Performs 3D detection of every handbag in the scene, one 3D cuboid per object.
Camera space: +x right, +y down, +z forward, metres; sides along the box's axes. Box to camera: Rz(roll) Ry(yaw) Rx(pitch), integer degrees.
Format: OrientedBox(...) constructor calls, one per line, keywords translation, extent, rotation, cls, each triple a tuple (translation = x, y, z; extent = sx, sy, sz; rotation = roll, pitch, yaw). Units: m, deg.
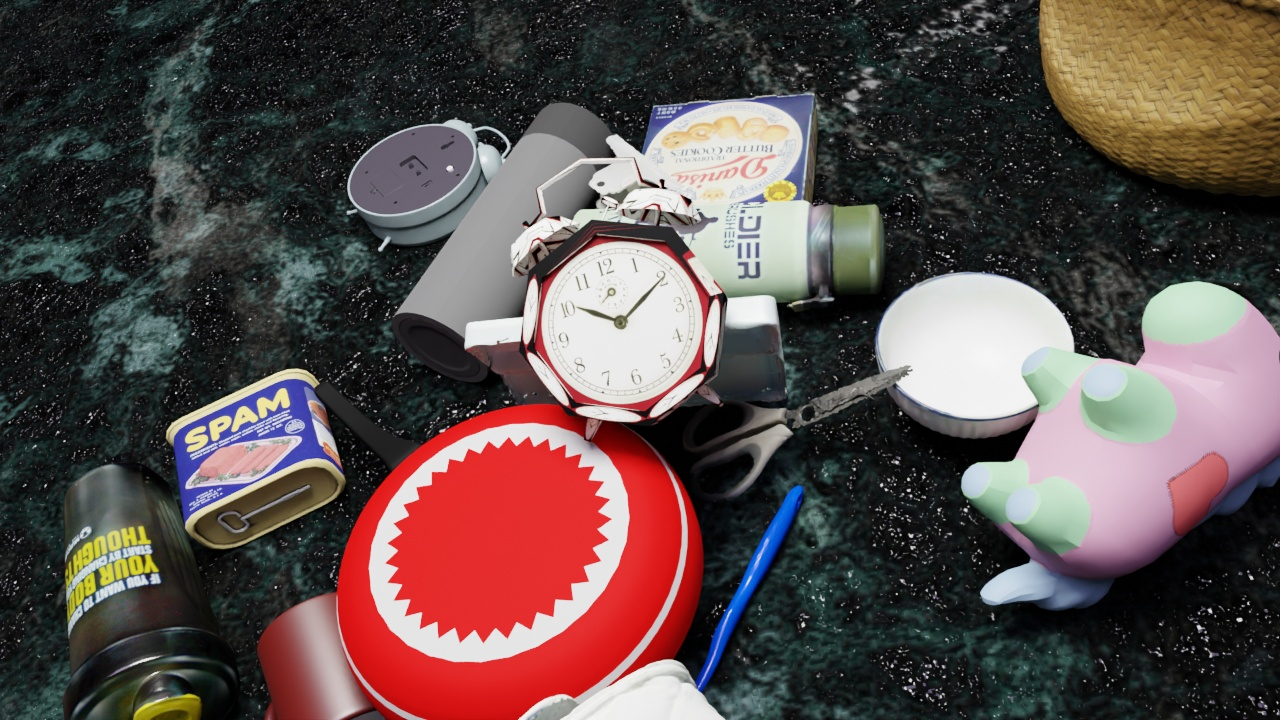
OrientedBox(translation=(-0.008, 0.220, 0.410), extent=(0.138, 0.195, 0.072), rotation=(-31, 46, -15), cls="handbag")

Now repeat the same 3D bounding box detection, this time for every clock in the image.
OrientedBox(translation=(-0.012, -0.039, 0.519), extent=(0.115, 0.065, 0.154), rotation=(-16, 87, 8), cls="clock")
OrientedBox(translation=(-0.194, -0.169, 0.851), extent=(0.159, 0.045, 0.122), rotation=(-35, 53, -14), cls="clock")

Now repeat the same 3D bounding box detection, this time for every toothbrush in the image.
OrientedBox(translation=(0.056, 0.149, 0.559), extent=(0.018, 0.016, 0.182), rotation=(17, 59, 31), cls="toothbrush")

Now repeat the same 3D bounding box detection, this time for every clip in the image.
OrientedBox(translation=(-0.013, -0.149, 0.737), extent=(0.058, 0.050, 0.102), rotation=(-27, 47, -21), cls="clip")

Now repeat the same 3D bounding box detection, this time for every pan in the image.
OrientedBox(translation=(-0.121, 0.081, 0.560), extent=(0.208, 0.067, 0.356), rotation=(-42, 52, -21), cls="pan")

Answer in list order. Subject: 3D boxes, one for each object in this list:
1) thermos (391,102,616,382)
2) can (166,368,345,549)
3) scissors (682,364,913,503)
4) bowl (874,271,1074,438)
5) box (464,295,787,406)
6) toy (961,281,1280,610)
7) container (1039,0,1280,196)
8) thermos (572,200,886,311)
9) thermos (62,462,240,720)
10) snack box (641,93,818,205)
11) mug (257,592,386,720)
OrientedBox(translation=(-0.103, -0.101, 0.750), extent=(0.082, 0.082, 0.239), rotation=(14, 58, 23), cls="thermos")
OrientedBox(translation=(-0.283, 0.074, 0.680), extent=(0.116, 0.057, 0.092), rotation=(-26, 53, -6), cls="can")
OrientedBox(translation=(0.095, 0.030, 0.603), extent=(0.171, 0.012, 0.121), rotation=(-48, 44, 7), cls="scissors")
OrientedBox(translation=(0.214, 0.006, 0.598), extent=(0.118, 0.062, 0.117), rotation=(-8, 51, 9), cls="bowl")
OrientedBox(translation=(-0.004, -0.001, 0.613), extent=(0.197, 0.134, 0.040), rotation=(-4, 69, 12), cls="box")
OrientedBox(translation=(0.285, 0.057, 0.515), extent=(0.222, 0.171, 0.120), rotation=(-62, 20, 4), cls="toy")
OrientedBox(translation=(0.460, -0.267, 0.660), extent=(0.307, 0.197, 0.306), rotation=(-8, 52, 11), cls="container")
OrientedBox(translation=(0.066, -0.077, 0.694), extent=(0.232, 0.082, 0.082), rotation=(0, 53, 14), cls="thermos")
OrientedBox(translation=(-0.330, 0.165, 0.604), extent=(0.098, 0.098, 0.221), rotation=(-32, 48, -11), cls="thermos")
OrientedBox(translation=(0.073, -0.161, 0.776), extent=(0.144, 0.043, 0.144), rotation=(0, 53, 16), cls="snack box")
OrientedBox(translation=(-0.191, 0.206, 0.552), extent=(0.106, 0.073, 0.082), rotation=(-49, 52, 13), cls="mug")
